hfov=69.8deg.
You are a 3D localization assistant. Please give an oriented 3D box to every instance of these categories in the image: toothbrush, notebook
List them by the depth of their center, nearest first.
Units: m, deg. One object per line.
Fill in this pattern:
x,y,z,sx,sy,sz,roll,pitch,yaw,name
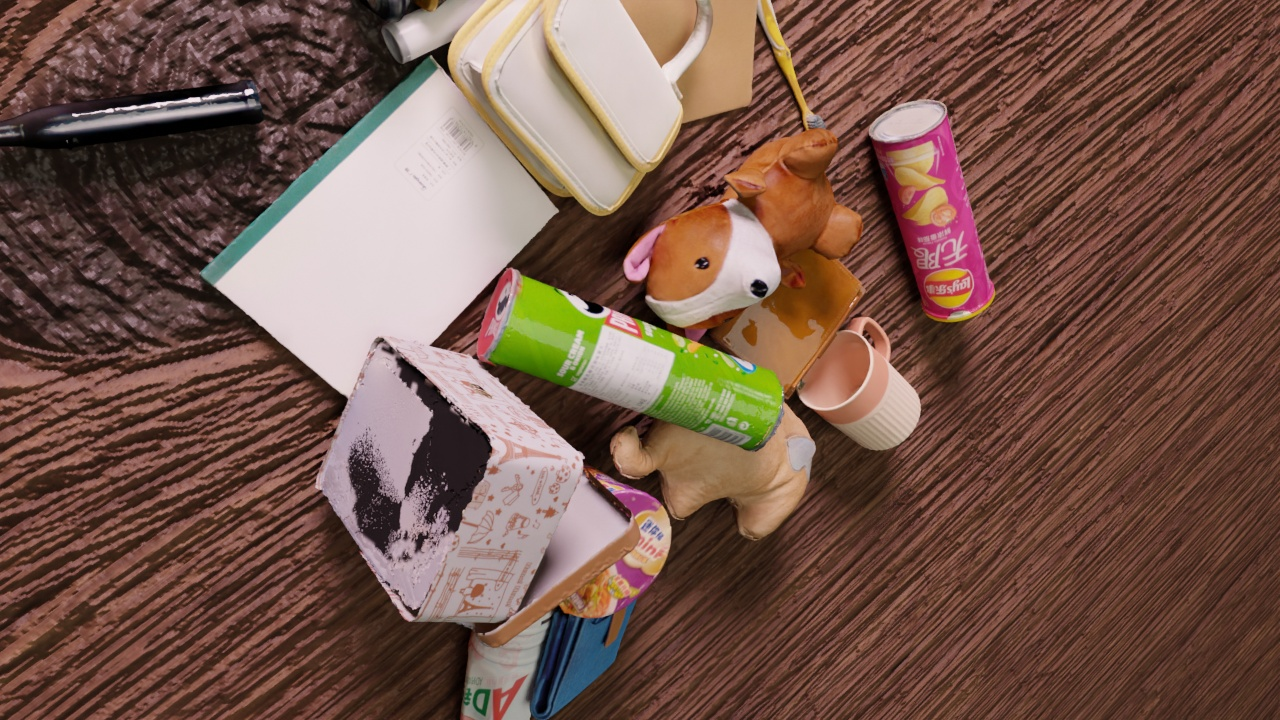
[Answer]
-0.325,-0.130,0.515,0.212,0.026,0.027,-18,95,-26,toothbrush
-0.073,-0.260,0.625,0.220,0.026,0.027,-33,102,-18,toothbrush
-0.171,-0.084,0.641,0.209,0.012,0.150,-47,126,-8,notebook
0.003,-0.235,0.675,0.207,0.008,0.148,-22,133,-25,notebook
0.117,-0.257,0.753,0.016,0.018,0.191,-42,125,-14,toothbrush

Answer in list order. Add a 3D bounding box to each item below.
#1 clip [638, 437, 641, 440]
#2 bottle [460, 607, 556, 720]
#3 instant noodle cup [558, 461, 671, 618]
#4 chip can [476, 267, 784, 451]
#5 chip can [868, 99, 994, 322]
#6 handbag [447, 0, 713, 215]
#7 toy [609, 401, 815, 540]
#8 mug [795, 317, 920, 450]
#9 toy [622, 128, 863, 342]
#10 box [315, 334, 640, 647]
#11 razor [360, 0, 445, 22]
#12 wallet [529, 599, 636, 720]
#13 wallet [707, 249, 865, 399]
0.005,0.080,0.815,0.056,0.028,0.024,17,100,-46,clip
-0.120,0.281,0.788,0.068,0.068,0.197,0,111,-33,bottle
-0.047,0.137,0.755,0.111,0.099,0.112,-13,117,-29,instant noodle cup
-0.004,0.004,0.706,0.236,0.072,0.072,20,97,-20,chip can
0.279,-0.138,0.873,0.071,0.071,0.210,-39,124,-14,chip can
-0.021,-0.206,0.631,0.178,0.063,0.163,-48,140,-3,handbag
0.061,0.072,0.806,0.225,0.083,0.143,21,72,-35,toy
0.217,0.018,0.896,0.106,0.082,0.114,35,63,-39,mug
0.084,-0.091,0.741,0.199,0.130,0.140,-33,124,-6,toy
-0.105,0.095,0.646,0.168,0.182,0.151,14,105,-44,box
-0.107,-0.274,0.568,0.167,0.062,0.068,-38,145,-10,razor
-0.043,0.243,0.803,0.133,0.040,0.106,-9,120,-68,wallet
0.142,-0.039,0.836,0.119,0.035,0.130,39,85,-26,wallet
